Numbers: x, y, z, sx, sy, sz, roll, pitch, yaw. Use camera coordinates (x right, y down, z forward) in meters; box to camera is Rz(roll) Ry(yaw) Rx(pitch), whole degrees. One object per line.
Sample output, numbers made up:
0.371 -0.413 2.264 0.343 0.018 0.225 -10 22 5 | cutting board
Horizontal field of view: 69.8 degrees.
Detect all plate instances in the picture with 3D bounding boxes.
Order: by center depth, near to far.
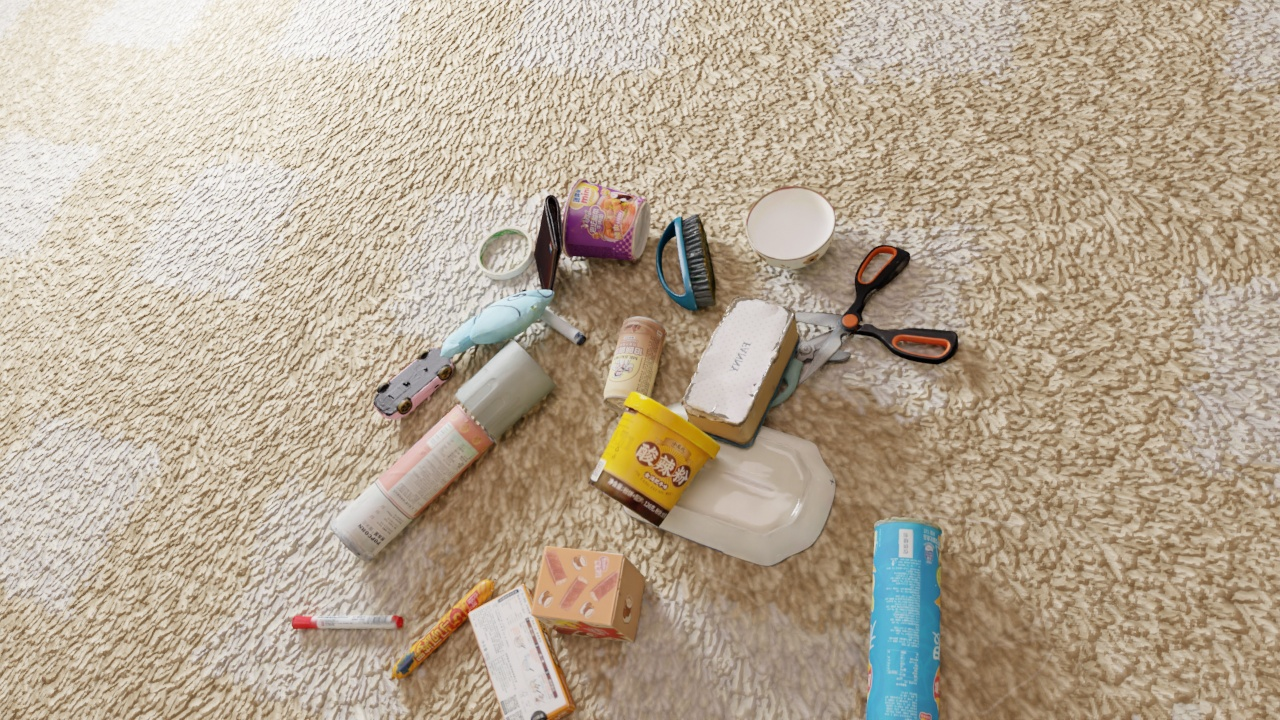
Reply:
0.091 0.134 1.069 0.266 0.034 0.161 17 69 24 | plate

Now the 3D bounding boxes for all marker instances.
-0.356 0.318 1.113 0.145 0.017 0.017 -4 61 14 | marker
-0.123 -0.059 1.246 0.131 0.018 0.023 34 111 30 | marker

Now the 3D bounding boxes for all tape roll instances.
-0.194 -0.155 1.322 0.086 0.014 0.085 -7 60 13 | tape roll

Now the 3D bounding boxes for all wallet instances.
-0.124 -0.148 1.240 0.020 0.123 0.096 -1 58 -15 | wallet

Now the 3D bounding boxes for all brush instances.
0.057 -0.128 1.208 0.073 0.055 0.143 -11 60 9 | brush

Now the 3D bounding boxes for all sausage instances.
-0.231 0.314 1.074 0.165 0.021 0.021 -44 59 -9 | sausage

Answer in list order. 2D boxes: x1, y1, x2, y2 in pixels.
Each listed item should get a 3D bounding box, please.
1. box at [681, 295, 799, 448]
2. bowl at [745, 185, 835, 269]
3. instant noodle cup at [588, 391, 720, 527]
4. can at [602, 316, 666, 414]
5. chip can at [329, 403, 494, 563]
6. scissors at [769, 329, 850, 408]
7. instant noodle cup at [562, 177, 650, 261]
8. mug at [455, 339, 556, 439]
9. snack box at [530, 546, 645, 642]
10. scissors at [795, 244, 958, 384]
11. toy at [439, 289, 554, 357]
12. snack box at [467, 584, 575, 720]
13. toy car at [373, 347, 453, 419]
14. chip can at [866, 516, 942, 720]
0.117 0.016 1.074 0.090 0.062 0.184 19 68 26 | box
0.196 -0.162 1.181 0.113 0.062 0.113 -8 61 14 | bowl
0.010 0.113 1.020 0.118 0.118 0.114 29 81 28 | instant noodle cup
-0.007 0.007 1.152 0.058 0.058 0.116 6 64 19 | can
-0.283 0.152 1.149 0.214 0.071 0.071 -44 60 -9 | chip can
0.170 0.008 1.123 0.177 0.019 0.171 9 64 17 | scissors
-0.043 -0.186 1.244 0.099 0.112 0.111 12 66 14 | instant noodle cup
-0.181 0.031 1.188 0.103 0.084 0.124 -44 33 -8 | mug
-0.056 0.258 1.010 0.094 0.093 0.076 2 63 17 | snack box
0.275 -0.048 1.116 0.221 0.022 0.233 26 69 26 | scissors
-0.190 -0.050 1.216 0.161 0.050 0.156 -37 19 -28 | toy
-0.135 0.336 1.031 0.075 0.026 0.153 -29 58 1 | snack box
-0.305 0.033 1.242 0.056 0.037 0.122 34 64 26 | toy car
0.266 0.269 0.923 0.071 0.071 0.209 1 62 17 | chip can
